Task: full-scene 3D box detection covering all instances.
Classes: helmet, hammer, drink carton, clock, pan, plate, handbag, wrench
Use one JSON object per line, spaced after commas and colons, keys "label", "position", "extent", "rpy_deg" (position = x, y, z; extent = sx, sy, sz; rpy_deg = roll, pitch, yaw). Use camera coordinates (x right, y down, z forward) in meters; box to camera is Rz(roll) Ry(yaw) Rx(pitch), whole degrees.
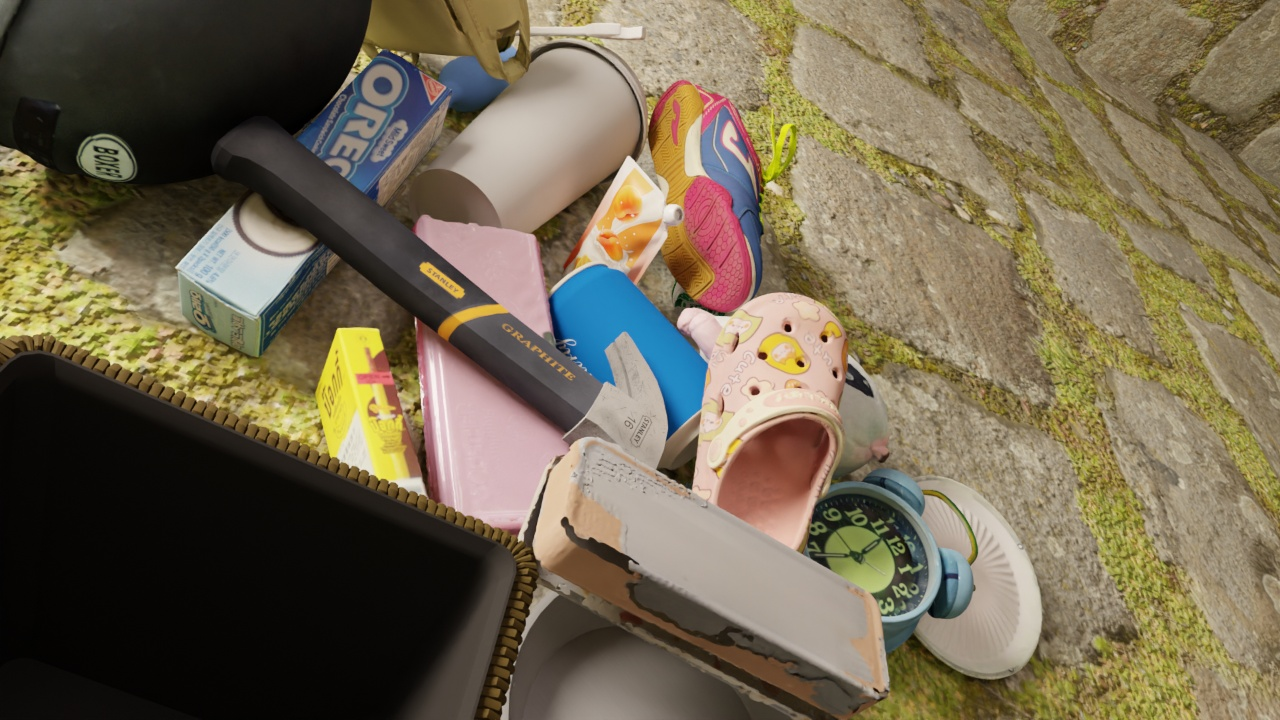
{"label": "helmet", "position": [-0.312, -0.224, 0.548], "extent": [0.315, 0.250, 0.236], "rpy_deg": [-37, 98, -30]}
{"label": "hammer", "position": [-0.115, -0.029, 0.545], "extent": [0.312, 0.035, 0.139], "rpy_deg": [38, 45, -9]}
{"label": "drink carton", "position": [-0.016, -0.091, 0.711], "extent": [0.038, 0.122, 0.069], "rpy_deg": [-18, 62, -45]}
{"label": "clock", "position": [0.159, 0.135, 0.629], "extent": [0.161, 0.060, 0.118], "rpy_deg": [-17, 62, -26]}
{"label": "pan", "position": [-0.053, 0.176, 0.463], "extent": [0.356, 0.051, 0.200], "rpy_deg": [20, 41, -18]}
{"label": "plate", "position": [0.241, 0.162, 0.698], "extent": [0.157, 0.014, 0.156], "rpy_deg": [14, 56, -22]}
{"label": "handbag", "position": [-0.183, -0.302, 0.711], "extent": [0.088, 0.191, 0.233], "rpy_deg": [-41, 38, -25]}
{"label": "wrench", "position": [-0.121, -0.291, 0.811], "extent": [0.274, 0.009, 0.047], "rpy_deg": [10, 16, 25]}

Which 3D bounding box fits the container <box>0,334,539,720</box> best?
{"label": "container", "position": [-0.175, 0.191, 0.231], "extent": [0.176, 0.206, 0.320], "rpy_deg": [26, 39, -12]}

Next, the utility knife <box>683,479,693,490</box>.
{"label": "utility knife", "position": [0.120, 0.117, 0.680], "extent": [0.213, 0.020, 0.028], "rpy_deg": [15, 41, -22]}

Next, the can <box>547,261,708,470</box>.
{"label": "can", "position": [-0.004, 0.004, 0.656], "extent": [0.146, 0.079, 0.078], "rpy_deg": [48, 40, 16]}

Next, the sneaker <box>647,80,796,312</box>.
{"label": "sneaker", "position": [0.076, -0.138, 0.760], "extent": [0.091, 0.117, 0.241], "rpy_deg": [14, 50, -31]}

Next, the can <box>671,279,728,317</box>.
{"label": "can", "position": [0.058, -0.074, 0.803], "extent": [0.053, 0.053, 0.100], "rpy_deg": [28, 38, -9]}

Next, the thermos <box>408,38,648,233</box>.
{"label": "thermos", "position": [-0.089, -0.167, 0.747], "extent": [0.131, 0.132, 0.221], "rpy_deg": [35, 46, 0]}

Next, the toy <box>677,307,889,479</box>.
{"label": "toy", "position": [0.104, 0.019, 0.690], "extent": [0.179, 0.101, 0.138], "rpy_deg": [38, 11, -13]}

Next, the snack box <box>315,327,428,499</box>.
{"label": "snack box", "position": [-0.149, 0.056, 0.510], "extent": [0.025, 0.061, 0.148], "rpy_deg": [0, 50, -35]}

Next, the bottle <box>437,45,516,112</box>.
{"label": "bottle", "position": [-0.156, -0.254, 0.839], "extent": [0.048, 0.048, 0.130], "rpy_deg": [35, 38, 0]}

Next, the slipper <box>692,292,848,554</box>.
{"label": "slipper", "position": [0.085, 0.043, 0.571], "extent": [0.093, 0.082, 0.197], "rpy_deg": [19, 73, -9]}

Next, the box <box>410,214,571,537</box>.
{"label": "box", "position": [-0.097, 0.010, 0.590], "extent": [0.098, 0.037, 0.232], "rpy_deg": [3, 58, -29]}

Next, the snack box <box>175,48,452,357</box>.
{"label": "snack box", "position": [-0.204, -0.107, 0.593], "extent": [0.059, 0.060, 0.225], "rpy_deg": [31, 57, -5]}

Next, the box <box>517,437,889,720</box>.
{"label": "box", "position": [0.040, 0.121, 0.497], "extent": [0.216, 0.063, 0.081], "rpy_deg": [32, 39, -17]}
